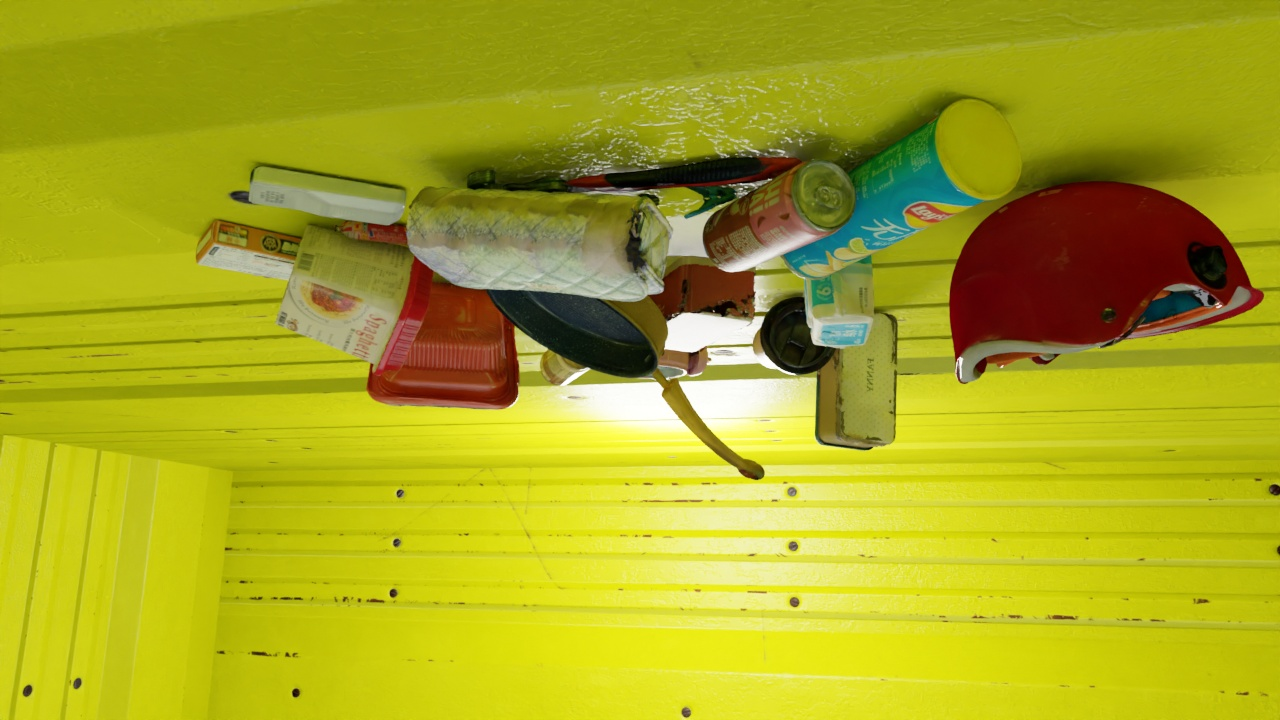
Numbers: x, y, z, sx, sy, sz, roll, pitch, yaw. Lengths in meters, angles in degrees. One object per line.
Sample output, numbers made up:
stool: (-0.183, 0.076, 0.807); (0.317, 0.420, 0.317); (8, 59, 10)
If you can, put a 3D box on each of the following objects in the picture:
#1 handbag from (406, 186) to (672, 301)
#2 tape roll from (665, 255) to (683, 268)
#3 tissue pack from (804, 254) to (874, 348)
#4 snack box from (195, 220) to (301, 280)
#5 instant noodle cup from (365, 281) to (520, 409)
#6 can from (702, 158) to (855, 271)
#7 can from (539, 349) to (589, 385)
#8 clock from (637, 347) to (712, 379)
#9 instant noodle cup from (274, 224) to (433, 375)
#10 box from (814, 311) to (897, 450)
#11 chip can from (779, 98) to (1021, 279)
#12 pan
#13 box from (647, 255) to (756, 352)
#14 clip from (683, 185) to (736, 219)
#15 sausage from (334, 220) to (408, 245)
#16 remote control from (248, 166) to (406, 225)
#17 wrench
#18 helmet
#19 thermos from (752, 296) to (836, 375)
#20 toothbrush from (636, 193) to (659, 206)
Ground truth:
handbag: (-0.075, -0.093, 0.749); (0.194, 0.075, 0.134); (4, 170, 17)
tape roll: (0.037, -0.093, 0.984); (0.086, 0.014, 0.086); (1, 167, 0)
tissue pack: (0.195, -0.069, 0.910); (0.063, 0.090, 0.140); (-2, 168, 9)
snack box: (-0.362, -0.104, 0.933); (0.153, 0.026, 0.075); (10, 164, -36)
instant noodle cup: (-0.217, -0.027, 1.028); (0.164, 0.188, 0.079); (2, 126, -13)
can: (0.106, -0.112, 0.734); (0.057, 0.058, 0.147); (6, 171, -23)
can: (-0.102, -0.002, 1.297); (0.058, 0.058, 0.116); (5, 167, -19)
clock: (0.027, -0.008, 1.260); (0.117, 0.059, 0.158); (-11, 165, 44)
instant noodle cup: (-0.275, -0.065, 0.887); (0.124, 0.116, 0.117); (19, 130, -22)
box: (0.267, 0.029, 1.133); (0.089, 0.184, 0.060); (11, 169, -18)
chip can: (0.189, -0.123, 0.709); (0.071, 0.071, 0.211); (6, 167, -22)
pan: (-0.006, 0.006, 0.951); (0.357, 0.078, 0.198); (31, 160, -11)
box: (0.055, -0.048, 0.975); (0.091, 0.076, 0.169); (6, 167, -18)
clip: (0.057, -0.137, 0.770); (0.054, 0.033, 0.013); (-9, 175, -25)
sausage: (-0.211, -0.118, 0.877); (0.155, 0.020, 0.020); (5, 167, -20)
remote control: (-0.265, -0.138, 0.779); (0.124, 0.024, 0.049); (7, 166, -22)
wrench: (-0.007, -0.147, 0.741); (0.274, 0.016, 0.056); (-1, 172, 11)
helmet: (0.373, -0.076, 0.764); (0.239, 0.144, 0.207); (-11, 171, -14)
thermos: (0.183, -0.026, 1.128); (0.093, 0.093, 0.143); (2, 176, -4)
toothbrush: (-0.036, -0.123, 0.823); (0.018, 0.016, 0.192); (-11, -179, -30)
